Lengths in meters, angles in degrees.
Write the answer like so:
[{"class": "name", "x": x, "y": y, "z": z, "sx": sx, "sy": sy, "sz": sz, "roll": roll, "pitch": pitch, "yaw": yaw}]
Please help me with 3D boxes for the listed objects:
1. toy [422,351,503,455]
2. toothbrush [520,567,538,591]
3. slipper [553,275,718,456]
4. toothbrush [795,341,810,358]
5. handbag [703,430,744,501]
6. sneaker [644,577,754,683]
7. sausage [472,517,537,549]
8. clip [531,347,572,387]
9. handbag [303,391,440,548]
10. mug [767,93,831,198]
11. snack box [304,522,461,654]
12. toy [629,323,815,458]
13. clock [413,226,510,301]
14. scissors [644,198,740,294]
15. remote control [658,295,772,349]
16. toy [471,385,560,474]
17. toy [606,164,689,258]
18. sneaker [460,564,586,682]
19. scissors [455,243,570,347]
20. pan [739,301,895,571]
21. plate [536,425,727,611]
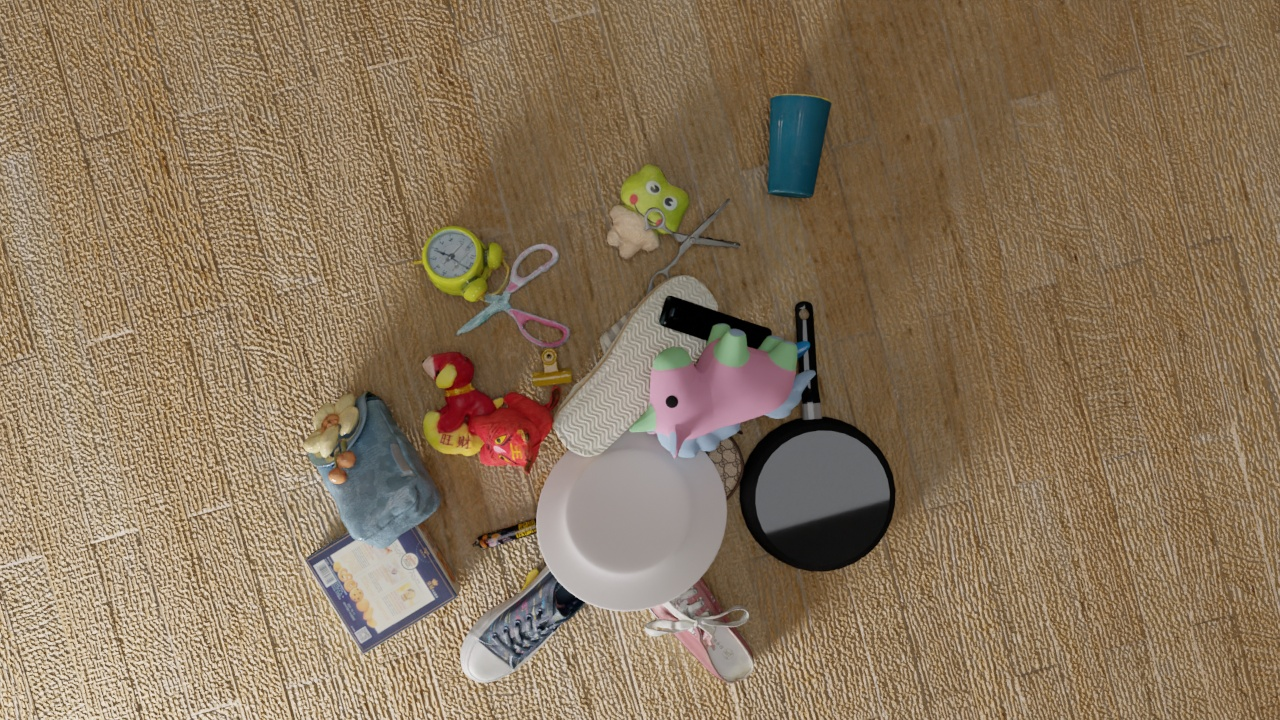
[{"class": "toy", "x": -0.228, "y": 0.056, "z": 1.172, "sx": 0.105, "sy": 0.067, "sz": 0.137, "roll": -7, "pitch": 99, "yaw": -9}, {"class": "toothbrush", "x": -0.170, "y": 0.329, "z": 1.201, "sx": 0.021, "sy": 0.016, "sz": 0.135, "roll": 32, "pitch": 92, "yaw": -5}, {"class": "slipper", "x": -0.007, "y": 0.007, "z": 1.181, "sx": 0.114, "sy": 0.054, "sz": 0.272, "roll": 40, "pitch": 84, "yaw": -7}, {"class": "toothbrush", "x": 0.160, "y": 0.009, "z": 1.195, "sx": 0.135, "sy": 0.017, "sz": 0.022, "roll": -27, "pitch": 66, "yaw": 9}, {"class": "handbag", "x": 0.057, "y": 0.138, "z": 1.187, "sx": 0.138, "sy": 0.063, "sz": 0.166, "roll": 41, "pitch": 88, "yaw": 7}, {"class": "sneaker", "x": 0.064, "y": 0.320, "z": 1.173, "sx": 0.118, "sy": 0.088, "sz": 0.241, "roll": -39, "pitch": 93, "yaw": -2}, {"class": "sausage", "x": -0.144, "y": 0.218, "z": 1.197, "sx": 0.155, "sy": 0.020, "sz": 0.020, "roll": -18, "pitch": 91, "yaw": -2}, {"class": "clip", "x": -0.116, "y": 0.009, "z": 1.193, "sx": 0.054, "sy": 0.045, "sz": 0.048, "roll": -8, "pitch": 66, "yaw": -1}, {"class": "handbag", "x": -0.340, "y": 0.129, "z": 1.123, "sx": 0.122, "sy": 0.118, "sz": 0.192, "roll": -35, "pitch": 63, "yaw": -1}, {"class": "mug", "x": 0.200, "y": -0.273, "z": 1.180, "sx": 0.078, "sy": 0.078, "sz": 0.121, "roll": 5, "pitch": 96, "yaw": -3}, {"class": "snack box", "x": -0.328, "y": 0.275, "z": 1.177, "sx": 0.145, "sy": 0.042, "sz": 0.144, "roll": -31, "pitch": 91, "yaw": -2}, {"class": "toy", "x": 0.106, "y": 0.044, "z": 1.136, "sx": 0.222, "sy": 0.120, "sz": 0.171, "roll": 12, "pitch": 98, "yaw": -19}, {"class": "clock", "x": -0.222, "y": -0.122, "z": 1.164, "sx": 0.119, "sy": 0.057, "sz": 0.083, "roll": 25, "pitch": 80, "yaw": 5}, {"class": "scissors", "x": 0.054, "y": -0.144, "z": 1.187, "sx": 0.141, "sy": 0.014, "sz": 0.175, "roll": 25, "pitch": 105, "yaw": -28}, {"class": "remote control", "x": 0.098, "y": -0.042, "z": 1.168, "sx": 0.151, "sy": 0.020, "sz": 0.041, "roll": 17, "pitch": 89, "yaw": -17}, {"class": "toy", "x": -0.134, "y": 0.087, "z": 1.155, "sx": 0.132, "sy": 0.094, "sz": 0.088, "roll": -40, "pitch": 123, "yaw": -35}, {"class": "toy", "x": 0.004, "y": -0.187, "z": 1.185, "sx": 0.092, "sy": 0.043, "sz": 0.118, "roll": 40, "pitch": 92, "yaw": -9}, {"class": "sneaker", "x": -0.127, "y": 0.326, "z": 1.161, "sx": 0.235, "sy": 0.079, "sz": 0.087, "roll": -44, "pitch": 110, "yaw": -4}, {"class": "scissors", "x": -0.163, "y": -0.088, "z": 1.196, "sx": 0.170, "sy": 0.014, "sz": 0.168, "roll": 20, "pitch": 91, "yaw": 1}, {"class": "pan", "x": 0.228, "y": 0.101, "z": 1.200, "sx": 0.204, "sy": 0.044, "sz": 0.355, "roll": -4, "pitch": 92, "yaw": -2}, {"class": "plate", "x": -0.014, "y": 0.187, "z": 1.141, "sx": 0.243, "sy": 0.016, "sz": 0.242, "roll": -5, "pitch": 64, "yaw": 10}]
